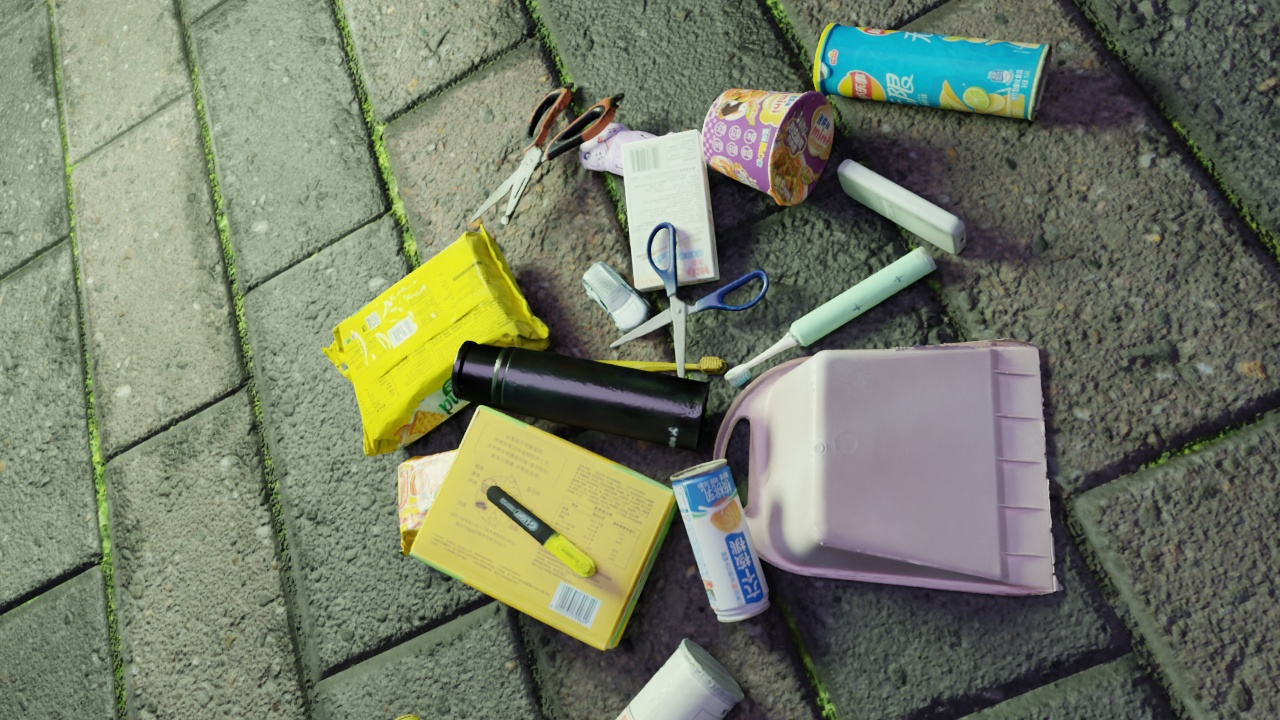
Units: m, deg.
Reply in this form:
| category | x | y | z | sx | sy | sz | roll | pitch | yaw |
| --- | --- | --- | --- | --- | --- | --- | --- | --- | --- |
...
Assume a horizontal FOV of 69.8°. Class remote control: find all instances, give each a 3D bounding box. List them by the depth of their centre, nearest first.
| category | x | y | z | sx | sy | sz | roll | pitch | yaw |
| --- | --- | --- | --- | --- | --- | --- | --- | --- | --- |
| remote control | 0.247 | -0.147 | 0.868 | 0.136 | 0.056 | 0.020 | 38 | 90 | 28 |

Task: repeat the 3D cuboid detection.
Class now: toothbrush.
| category | x | y | z | sx | sy | sz | roll | pitch | yaw |
| --- | --- | --- | --- | --- | --- | --- | --- | --- | --- |
| toothbrush | 0.178 | -0.039 | 0.876 | 0.225 | 0.027 | 0.026 | -31 | 28 | 9 |
| toothbrush | -0.006 | 0.005 | 0.937 | 0.190 | 0.016 | 0.015 | -1 | 73 | 21 |

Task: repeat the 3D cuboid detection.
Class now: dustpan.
| category | x | y | z | sx | sy | sz | roll | pitch | yaw |
| --- | --- | --- | --- | --- | --- | --- | --- | --- | --- |
| dustpan | 0.213 | 0.090 | 0.830 | 0.273 | 0.139 | 0.222 | 8 | 73 | -6 |

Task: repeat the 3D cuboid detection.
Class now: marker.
| category | x | y | z | sx | sy | sz | roll | pitch | yaw |
| --- | --- | --- | --- | --- | --- | --- | --- | --- | --- |
| marker | -0.090 | 0.152 | 0.822 | 0.124 | 0.015 | 0.018 | 36 | 79 | 15 |

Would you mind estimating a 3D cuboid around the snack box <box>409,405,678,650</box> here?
| category | x | y | z | sx | sy | sz | roll | pitch | yaw |
| --- | --- | --- | --- | --- | --- | --- | --- | --- | --- |
| snack box | -0.086 | 0.154 | 0.865 | 0.210 | 0.070 | 0.157 | 22 | 82 | 12 |

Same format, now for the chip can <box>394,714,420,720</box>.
| category | x | y | z | sx | sy | sz | roll | pitch | yaw |
| --- | --- | --- | --- | --- | --- | --- | --- | --- | --- |
| chip can | -0.176 | 0.433 | 0.830 | 0.072 | 0.072 | 0.221 | -45 | 63 | 2 |

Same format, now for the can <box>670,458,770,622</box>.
| category | x | y | z | sx | sy | sz | roll | pitch | yaw |
| --- | --- | --- | --- | --- | --- | --- | --- | --- | --- |
| can | 0.072 | 0.159 | 0.812 | 0.053 | 0.053 | 0.134 | -18 | 89 | 15 |

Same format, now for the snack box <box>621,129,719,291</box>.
| category | x | y | z | sx | sy | sz | roll | pitch | yaw |
| --- | --- | --- | --- | --- | --- | --- | --- | --- | --- |
| snack box | 0.030 | -0.154 | 0.950 | 0.085 | 0.027 | 0.156 | -8 | 84 | 16 |

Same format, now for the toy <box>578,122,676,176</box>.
| category | x | y | z | sx | sy | sz | roll | pitch | yaw |
| --- | --- | --- | --- | --- | --- | --- | --- | --- | --- |
| toy | -0.022 | -0.227 | 1.009 | 0.108 | 0.039 | 0.083 | 25 | 81 | 26 |

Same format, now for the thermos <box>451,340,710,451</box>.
| category | x | y | z | sx | sy | sz | roll | pitch | yaw |
| --- | --- | --- | --- | --- | --- | --- | --- | --- | --- |
| thermos | -0.057 | 0.035 | 0.896 | 0.242 | 0.090 | 0.068 | 11 | 63 | 9 |

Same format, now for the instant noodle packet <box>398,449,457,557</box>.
| category | x | y | z | sx | sy | sz | roll | pitch | yaw |
| --- | --- | --- | --- | --- | --- | --- | --- | --- | --- |
| instant noodle packet | -0.195 | 0.139 | 0.953 | 0.128 | 0.044 | 0.110 | -14 | 66 | 17 |

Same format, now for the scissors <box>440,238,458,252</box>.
| category | x | y | z | sx | sy | sz | roll | pitch | yaw |
| --- | --- | --- | --- | --- | --- | --- | --- | --- | --- |
| scissors | -0.208 | -0.055 | 1.036 | 0.170 | 0.019 | 0.181 | -44 | 64 | 1 |

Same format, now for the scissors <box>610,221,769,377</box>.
| category | x | y | z | sx | sy | sz | roll | pitch | yaw |
| --- | --- | --- | --- | --- | --- | --- | --- | --- | --- |
| scissors | 0.041 | -0.061 | 0.914 | 0.173 | 0.012 | 0.162 | -26 | 76 | 9 |

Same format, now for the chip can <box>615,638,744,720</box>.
| category | x | y | z | sx | sy | sz | roll | pitch | yaw |
| --- | --- | --- | --- | --- | --- | --- | --- | --- | --- |
| chip can | -0.007 | 0.346 | 0.794 | 0.215 | 0.071 | 0.071 | -48 | 63 | 1 |

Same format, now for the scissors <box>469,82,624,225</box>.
| category | x | y | z | sx | sy | sz | roll | pitch | yaw |
| --- | --- | --- | --- | --- | --- | --- | --- | --- | --- |
| scissors | -0.108 | -0.237 | 1.023 | 0.226 | 0.015 | 0.188 | -31 | 43 | 8 |

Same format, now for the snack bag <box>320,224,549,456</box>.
| category | x | y | z | sx | sy | sz | roll | pitch | yaw |
| --- | --- | --- | --- | --- | --- | --- | --- | --- | --- |
| snack bag | -0.226 | -0.024 | 0.987 | 0.247 | 0.068 | 0.158 | -34 | 68 | 12 |

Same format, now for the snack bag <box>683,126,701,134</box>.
| category | x | y | z | sx | sy | sz | roll | pitch | yaw |
| --- | --- | --- | --- | --- | --- | --- | --- | --- | --- |
| snack bag | 0.044 | -0.199 | 0.982 | 0.048 | 0.026 | 0.104 | 30 | 86 | 13 |

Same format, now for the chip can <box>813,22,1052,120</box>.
| category | x | y | z | sx | sy | sz | roll | pitch | yaw |
| --- | --- | --- | --- | --- | --- | --- | --- | --- | --- |
| chip can | 0.280 | -0.282 | 0.891 | 0.210 | 0.071 | 0.071 | 15 | 79 | 25 |

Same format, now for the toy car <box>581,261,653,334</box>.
| category | x | y | z | sx | sy | sz | roll | pitch | yaw |
| --- | --- | --- | --- | --- | --- | --- | --- | --- | --- |
| toy car | -0.025 | -0.067 | 0.961 | 0.043 | 0.034 | 0.090 | -41 | 64 | 0 |

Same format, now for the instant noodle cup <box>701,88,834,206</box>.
| category | x | y | z | sx | sy | sz | roll | pitch | yaw |
| --- | --- | --- | --- | --- | --- | --- | --- | --- | --- |
| instant noodle cup | 0.123 | -0.222 | 0.918 | 0.099 | 0.111 | 0.111 | 25 | 83 | 33 |
